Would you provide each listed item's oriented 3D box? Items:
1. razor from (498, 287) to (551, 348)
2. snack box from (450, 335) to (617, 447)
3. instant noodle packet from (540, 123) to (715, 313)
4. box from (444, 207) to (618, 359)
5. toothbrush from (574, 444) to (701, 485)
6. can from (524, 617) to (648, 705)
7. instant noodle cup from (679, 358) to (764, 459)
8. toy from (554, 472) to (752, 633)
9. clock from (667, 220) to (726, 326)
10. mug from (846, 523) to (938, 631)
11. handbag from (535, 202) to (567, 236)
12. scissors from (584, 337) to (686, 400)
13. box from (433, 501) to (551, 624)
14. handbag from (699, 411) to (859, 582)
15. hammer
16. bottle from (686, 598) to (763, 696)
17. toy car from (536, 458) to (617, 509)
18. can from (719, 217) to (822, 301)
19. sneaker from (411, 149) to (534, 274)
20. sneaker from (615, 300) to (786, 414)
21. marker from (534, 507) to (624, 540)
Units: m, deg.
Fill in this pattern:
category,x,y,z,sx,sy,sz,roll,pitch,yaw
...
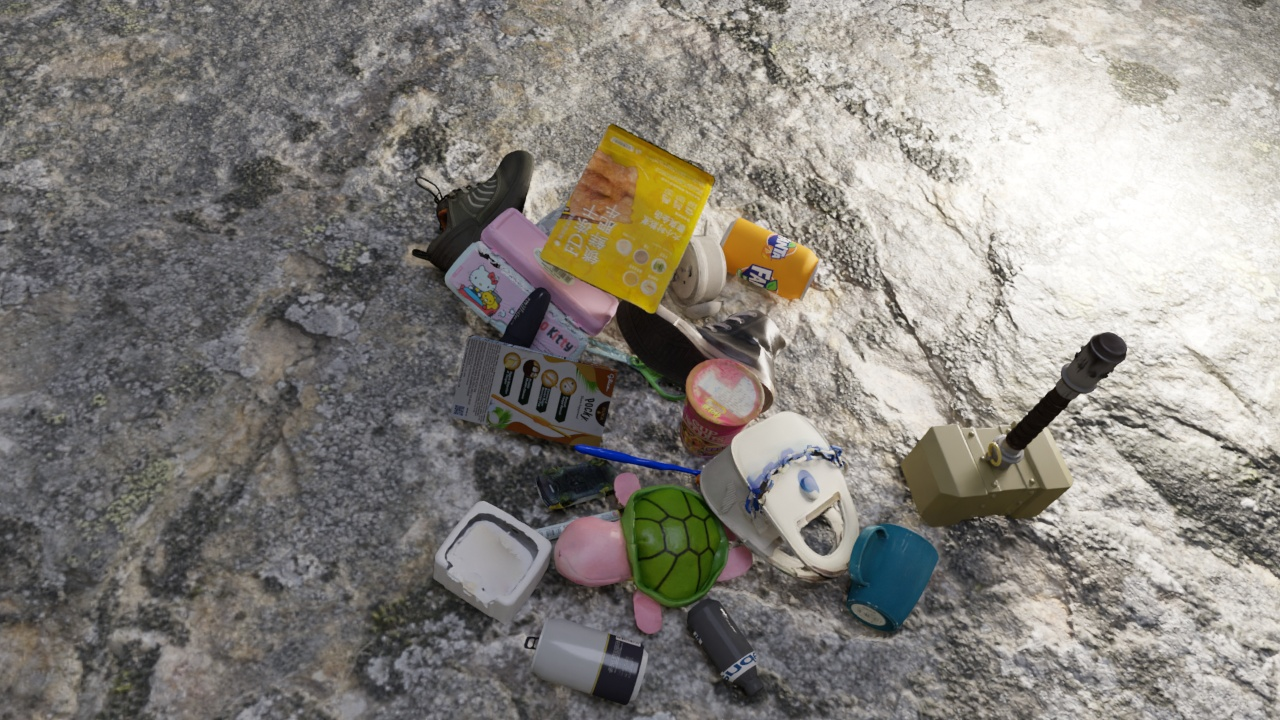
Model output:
category,x,y,z,sx,sy,sz,roll,pitch,yaw
razor,-0.158,-0.030,1.161,0.052,0.143,0.047,26,11,-32
snack box,-0.130,0.040,1.131,0.186,0.031,0.101,13,95,-2
instant noodle packet,-0.018,-0.175,1.189,0.163,0.084,0.221,27,59,-6
box,-0.136,-0.092,1.189,0.201,0.073,0.149,41,69,-6
toothbrush,0.006,0.129,1.127,0.182,0.016,0.018,14,58,-13
can,-0.060,0.314,0.966,0.127,0.064,0.064,17,53,1
instant noodle cup,0.093,0.068,1.147,0.097,0.109,0.097,6,54,-8
toy,0.015,0.210,1.043,0.238,0.088,0.189,3,65,-21
clock,0.085,-0.109,1.290,0.061,0.104,0.156,-8,82,-25
mug,0.280,0.246,1.065,0.112,0.085,0.104,50,59,-26
handbag,-0.073,-0.184,1.286,0.112,0.124,0.171,44,57,1
scissors,-0.010,0.007,1.229,0.175,0.033,0.078,15,55,4
box,-0.164,0.218,1.008,0.107,0.076,0.102,29,53,12
handbag,0.184,0.162,1.082,0.199,0.093,0.200,51,39,14
hammer,0.465,0.075,1.085,0.190,0.326,0.100,-3,55,-14
bottle,0.095,0.316,1.008,0.046,0.047,0.112,-25,64,-26
toy car,-0.075,0.150,1.100,0.105,0.033,0.048,-9,54,-34
can,0.185,-0.147,1.339,0.142,0.079,0.078,26,54,7
sneaker,-0.244,-0.210,1.283,0.143,0.101,0.237,22,59,-4
sneaker,0.083,-0.034,1.216,0.235,0.095,0.119,26,47,-1
marker,-0.061,0.192,1.083,0.146,0.017,0.017,-11,58,-19
